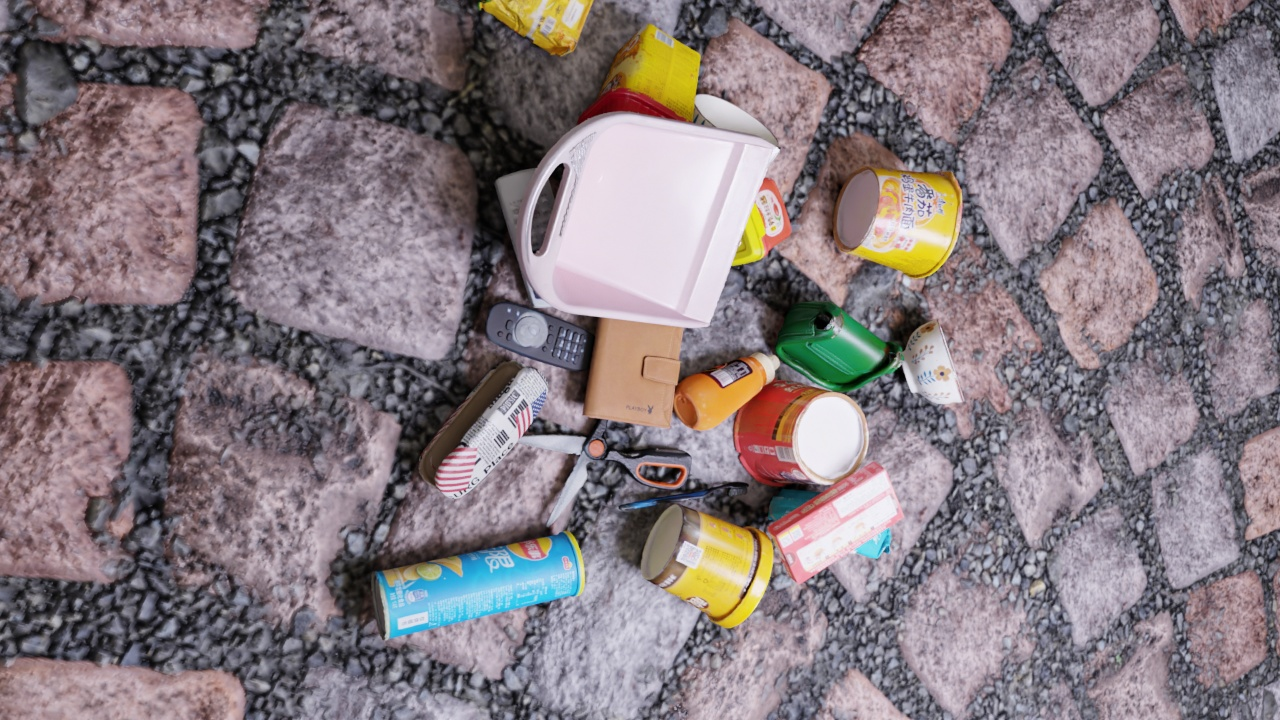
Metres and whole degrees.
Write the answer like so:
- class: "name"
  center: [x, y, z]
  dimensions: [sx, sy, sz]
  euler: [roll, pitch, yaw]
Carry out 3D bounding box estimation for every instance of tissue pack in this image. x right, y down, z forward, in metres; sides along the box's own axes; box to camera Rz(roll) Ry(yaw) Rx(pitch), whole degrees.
- class: "tissue pack"
  center: [0.235, 0.203, 1.135]
  dimensions: [0.133, 0.093, 0.050]
  euler: [27, 75, -23]

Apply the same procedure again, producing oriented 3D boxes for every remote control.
- class: "remote control"
  center: [-0.109, -0.025, 1.005]
  dimensions: [0.136, 0.024, 0.053]
  euler: [20, 83, -27]
- class: "remote control"
  center: [-0.110, -0.133, 0.995]
  dimensions: [0.058, 0.021, 0.150]
  euler: [-18, 93, -16]

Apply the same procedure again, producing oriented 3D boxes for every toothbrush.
- class: "toothbrush"
  center: [0.054, 0.162, 1.081]
  dimensions: [0.189, 0.014, 0.016]
  euler: [-4, 107, -33]

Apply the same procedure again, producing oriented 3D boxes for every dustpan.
- class: "dustpan"
  center: [0.007, -0.133, 0.924]
  dimensions: [0.273, 0.138, 0.223]
  euler: [11, 110, -16]

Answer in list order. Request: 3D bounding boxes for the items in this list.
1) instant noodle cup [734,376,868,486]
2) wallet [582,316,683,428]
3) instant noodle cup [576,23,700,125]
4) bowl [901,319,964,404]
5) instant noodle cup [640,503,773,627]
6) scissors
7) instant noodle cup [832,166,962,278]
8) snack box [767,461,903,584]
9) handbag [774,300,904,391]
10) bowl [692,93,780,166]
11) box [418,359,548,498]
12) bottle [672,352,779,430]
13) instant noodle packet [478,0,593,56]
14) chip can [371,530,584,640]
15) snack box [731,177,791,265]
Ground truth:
- class: "instant noodle cup"
  center: [0.199, 0.092, 1.107]
  dimensions: [0.137, 0.109, 0.138]
  euler: [-1, 92, -25]
- class: "wallet"
  center: [-0.006, 0.006, 1.031]
  dimensions: [0.107, 0.031, 0.131]
  euler: [11, 85, -25]
- class: "instant noodle cup"
  center: [0.006, -0.289, 1.015]
  dimensions: [0.116, 0.116, 0.123]
  euler: [22, 69, -24]
- class: "bowl"
  center: [0.379, 0.007, 1.206]
  dimensions: [0.062, 0.113, 0.113]
  euler: [-17, 101, 19]
- class: "instant noodle cup"
  center: [0.072, 0.229, 1.050]
  dimensions: [0.114, 0.119, 0.118]
  euler: [28, 79, -16]
- class: "scissors"
  center: [-0.036, 0.092, 1.045]
  dimensions: [0.220, 0.022, 0.233]
  euler: [28, 78, -22]
- class: "instant noodle cup"
  center: [0.315, -0.180, 1.151]
  dimensions: [0.109, 0.138, 0.138]
  euler: [9, 87, -17]
- class: "snack box"
  center: [0.227, 0.187, 1.061]
  dimensions: [0.152, 0.025, 0.075]
  euler: [-30, 113, -9]
- class: "handbag"
  center: [0.239, -0.018, 1.119]
  dimensions: [0.131, 0.120, 0.067]
  euler: [31, 72, -21]
- class: "bowl"
  center: [0.096, -0.249, 1.064]
  dimensions: [0.116, 0.116, 0.066]
  euler: [17, 125, -25]
- class: "box"
  center: [-0.154, 0.075, 0.956]
  dimensions: [0.075, 0.082, 0.163]
  euler: [48, 69, -25]
- class: "bottle"
  center: [0.109, 0.029, 1.093]
  dimensions: [0.149, 0.067, 0.067]
  euler: [-27, 102, -30]
- class: "instant noodle packet"
  center: [-0.102, -0.402, 0.992]
  dimensions: [0.110, 0.044, 0.128]
  euler: [27, 76, -17]
- class: "chip can"
  center: [-0.168, 0.233, 0.957]
  dimensions: [0.210, 0.071, 0.071]
  euler: [-7, 94, -24]
- class: "snack box"
  center: [0.127, -0.168, 1.090]
  dimensions: [0.079, 0.082, 0.091]
  euler: [-30, 104, -36]
